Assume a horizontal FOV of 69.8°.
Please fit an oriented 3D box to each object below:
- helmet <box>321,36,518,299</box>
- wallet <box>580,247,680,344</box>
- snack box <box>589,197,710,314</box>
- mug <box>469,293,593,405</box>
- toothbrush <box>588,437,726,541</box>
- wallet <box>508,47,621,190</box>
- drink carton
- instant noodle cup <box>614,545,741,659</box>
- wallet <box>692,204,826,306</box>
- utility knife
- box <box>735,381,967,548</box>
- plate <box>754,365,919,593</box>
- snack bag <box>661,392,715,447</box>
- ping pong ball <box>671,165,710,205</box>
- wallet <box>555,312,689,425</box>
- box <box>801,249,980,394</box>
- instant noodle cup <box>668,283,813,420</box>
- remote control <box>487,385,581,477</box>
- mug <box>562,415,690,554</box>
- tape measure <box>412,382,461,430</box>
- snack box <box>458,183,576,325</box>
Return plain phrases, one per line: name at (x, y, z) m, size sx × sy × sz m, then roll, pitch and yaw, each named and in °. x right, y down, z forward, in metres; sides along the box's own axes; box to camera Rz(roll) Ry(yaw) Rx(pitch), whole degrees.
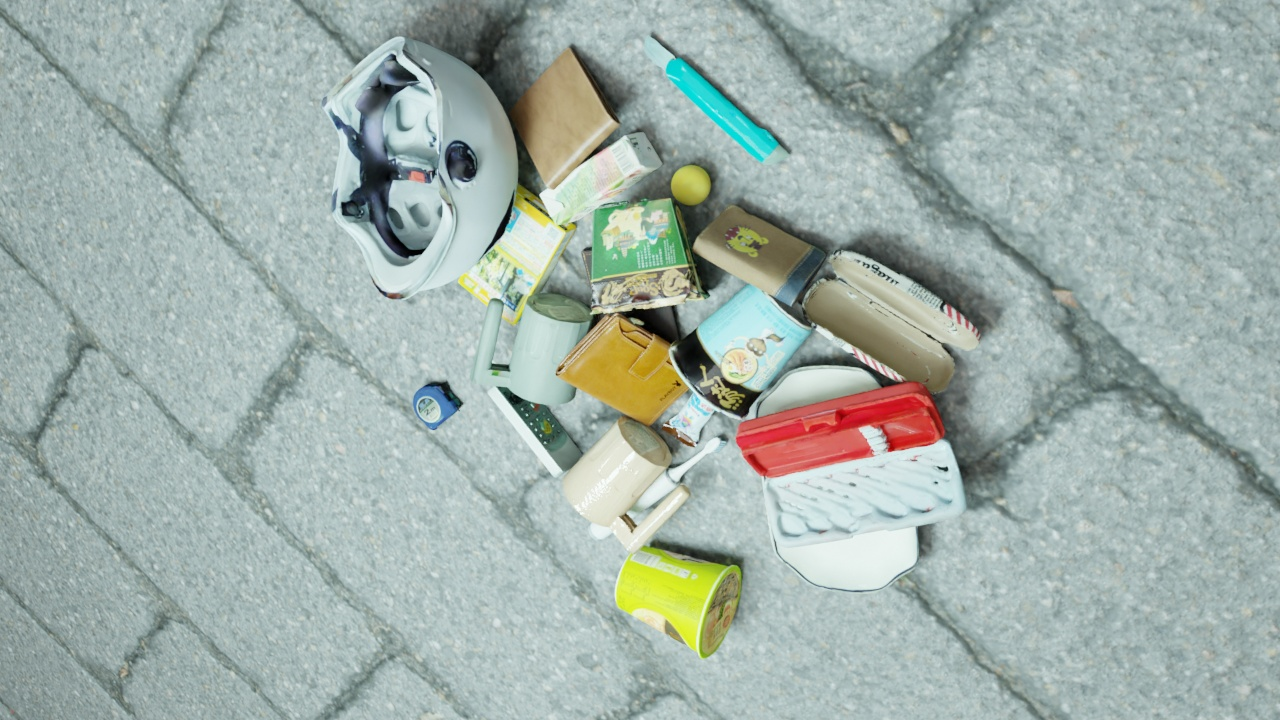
helmet at (-0.214, -0.199, 0.968) m, size 0.230 × 0.145 × 0.258 m, roll -13°, pitch 90°, yaw 46°
wallet at (-0.011, -0.069, 1.013) m, size 0.096 × 0.020 × 0.122 m, roll -4°, pitch 108°, yaw 28°
snack box at (0.005, -0.106, 0.927) m, size 0.118 × 0.117 × 0.105 m, roll -6°, pitch 95°, yaw 8°
mug at (-0.121, -0.016, 1.030) m, size 0.123 × 0.083 × 0.103 m, roll 7°, pitch 116°, yaw -21°
toothbrush at (0.017, 0.151, 1.080) m, size 0.222 × 0.026 × 0.026 m, roll -40°, pitch 54°, yaw 30°
wallet at (-0.081, -0.250, 0.945) m, size 0.101 × 0.020 × 0.115 m, roll -39°, pitch 63°, yaw 24°
drink carton at (-0.044, -0.191, 0.960) m, size 0.123 × 0.053 × 0.045 m, roll -27°, pitch 93°, yaw 29°
instant noodle cup at (0.040, 0.274, 1.078) m, size 0.123 × 0.111 × 0.112 m, roll 15°, pitch 115°, yaw 27°
wallet at (0.119, -0.106, 0.903) m, size 0.115 × 0.090 × 0.033 m, roll 30°, pitch 137°, yaw 13°
utility knife at (0.072, -0.257, 0.907) m, size 0.185 × 0.013 × 0.029 m, roll 43°, pitch 117°, yaw 2°
box at (0.209, 0.104, 0.921) m, size 0.202 × 0.069 × 0.158 m, roll -16°, pitch 106°, yaw 27°
plate at (0.212, 0.125, 0.981) m, size 0.162 × 0.034 × 0.266 m, roll -3°, pitch 109°, yaw 25°
snack bag at (0.064, 0.055, 1.020) m, size 0.045 × 0.026 × 0.106 m, roll 31°, pitch 128°, yaw -1°
ping pong ball at (0.051, -0.178, 0.931) m, size 0.040 × 0.040 × 0.040 m, roll 8°, pitch 112°, yaw 21°
wallet at (-0.006, 0.006, 1.001) m, size 0.130 × 0.035 × 0.119 m, roll 31°, pitch 124°, yaw -27°
box at (0.240, -0.042, 0.880) m, size 0.162 × 0.075 × 0.086 m, roll 34°, pitch 149°, yaw 11°
instant noodle cup at (0.108, -0.019, 0.935) m, size 0.111 × 0.111 × 0.121 m, roll 44°, pitch 112°, yaw 3°
remote control at (-0.124, 0.076, 1.096) m, size 0.019 × 0.056 × 0.135 m, roll -37°, pitch 91°, yaw 29°
mug at (-0.014, 0.140, 1.045) m, size 0.124 × 0.084 × 0.104 m, roll 48°, pitch 113°, yaw 18°
tape measure at (-0.260, 0.055, 1.165) m, size 0.058 × 0.025 × 0.054 m, roll -37°, pitch 90°, yaw 26°
snack box at (-0.142, -0.119, 1.043) m, size 0.087 × 0.033 × 0.141 m, roll 37°, pitch 118°, yaw 7°
